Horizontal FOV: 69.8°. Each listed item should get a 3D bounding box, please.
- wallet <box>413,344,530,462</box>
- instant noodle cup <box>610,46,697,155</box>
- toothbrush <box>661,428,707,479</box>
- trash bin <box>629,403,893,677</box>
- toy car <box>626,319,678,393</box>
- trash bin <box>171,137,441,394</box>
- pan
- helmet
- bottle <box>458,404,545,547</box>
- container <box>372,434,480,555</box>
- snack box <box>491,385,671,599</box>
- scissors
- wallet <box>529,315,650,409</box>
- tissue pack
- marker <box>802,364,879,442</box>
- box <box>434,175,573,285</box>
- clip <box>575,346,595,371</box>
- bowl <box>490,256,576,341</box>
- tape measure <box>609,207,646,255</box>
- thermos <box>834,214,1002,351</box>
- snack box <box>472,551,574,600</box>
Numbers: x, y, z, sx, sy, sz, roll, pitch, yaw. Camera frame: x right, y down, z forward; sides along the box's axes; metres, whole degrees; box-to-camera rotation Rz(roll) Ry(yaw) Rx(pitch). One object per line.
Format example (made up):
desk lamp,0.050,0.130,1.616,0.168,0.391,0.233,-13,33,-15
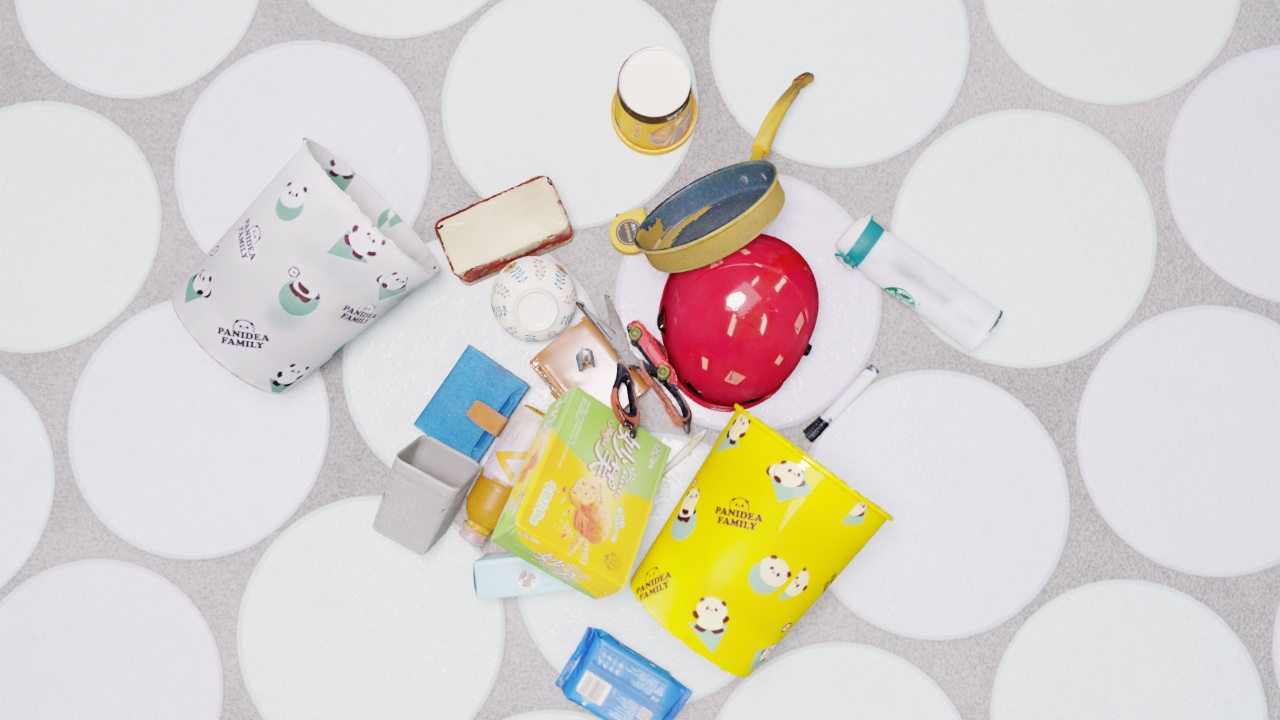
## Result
wallet,-0.222,0.060,1.213,0.106,0.040,0.133,34,88,8
instant noodle cup,0.018,-0.343,1.202,0.118,0.114,0.118,0,84,2
toothbrush,0.023,0.161,1.209,0.018,0.016,0.191,45,88,-7
trash bin,0.133,0.219,1.106,0.229,0.229,0.255,37,92,4
toy car,0.019,-0.005,1.175,0.031,0.049,0.106,-34,81,-4
trash bin,-0.420,-0.108,1.145,0.252,0.229,0.229,-42,86,3
pan,0.129,-0.246,1.177,0.356,0.198,0.078,-45,120,-25
helmet,0.126,-0.054,1.164,0.207,0.144,0.240,11,87,0
bottle,-0.173,0.151,1.188,0.068,0.068,0.189,29,87,3
container,-0.275,0.173,1.167,0.090,0.090,0.114,27,108,5
snack box,-0.067,0.158,1.113,0.157,0.070,0.209,34,52,-17
scissors,-0.009,0.012,1.189,0.189,0.015,0.226,26,45,-28
wallet,-0.069,0.020,1.215,0.108,0.031,0.132,-40,84,-4
tissue pack,-0.022,0.416,1.171,0.157,0.052,0.095,31,88,4
marker,0.264,0.056,1.211,0.022,0.018,0.130,43,88,14
box,-0.178,-0.171,1.209,0.168,0.080,0.091,-24,84,0
clip,-0.070,-0.005,1.175,0.045,0.058,0.027,-8,78,-4
bowl,-0.137,-0.073,1.187,0.113,0.062,0.113,-3,111,-7
tape measure,-0.013,-0.170,1.230,0.057,0.029,0.060,-15,85,-1
thermos,0.357,-0.102,1.198,0.224,0.073,0.073,37,87,4
snack box,-0.122,0.268,1.174,0.175,0.074,0.051,-7,85,1
